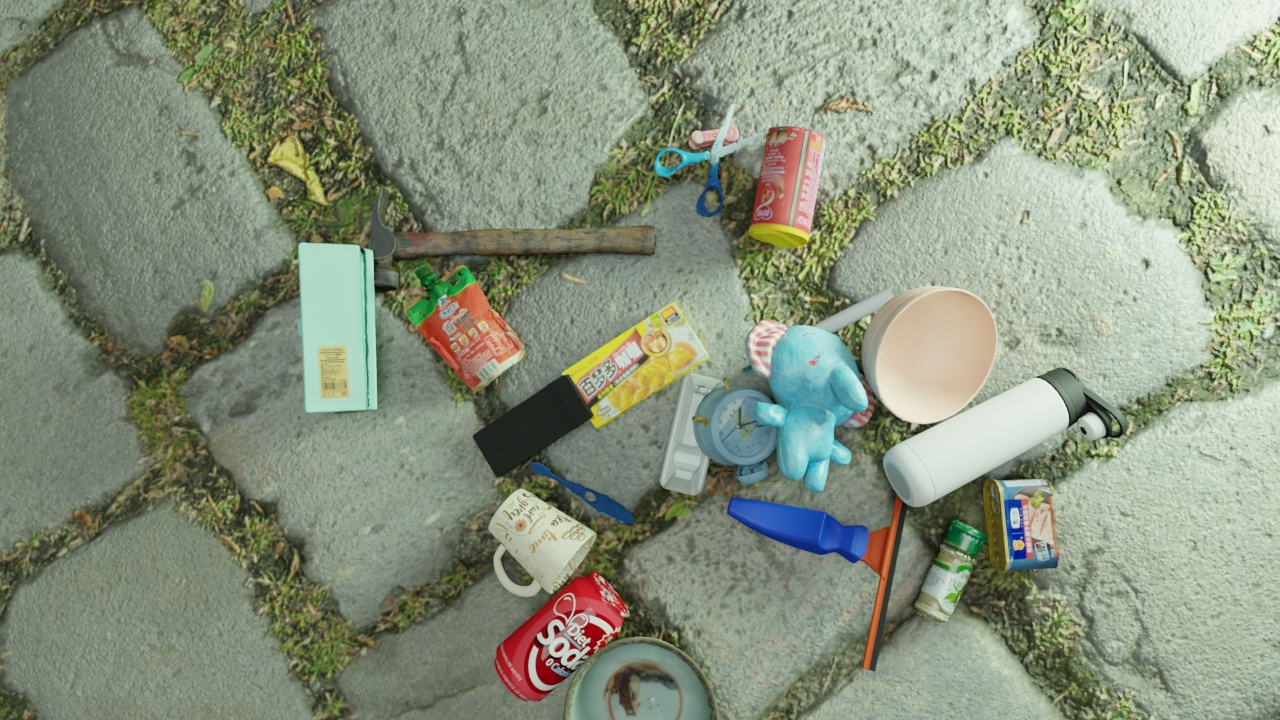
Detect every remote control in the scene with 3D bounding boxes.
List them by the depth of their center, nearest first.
[{"bbox_3d":[0.059,0.082,1.026,0.050,0.022,0.133,13,86,4],"label":"remote control"},{"bbox_3d":[-0.121,0.073,1.029,0.133,0.013,0.058,-32,84,13],"label":"remote control"}]

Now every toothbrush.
[{"bbox_3d":[0.197,-0.031,1.028,0.188,0.019,0.018,-27,91,1],"label":"toothbrush"},{"bbox_3d":[-0.065,0.149,1.033,0.132,0.016,0.021,29,88,3],"label":"toothbrush"}]

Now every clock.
[{"bbox_3d":[0.117,0.080,1.001,0.124,0.052,0.088,43,77,-11],"label":"clock"}]

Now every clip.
[{"bbox_3d":[0.082,-0.257,1.048,0.060,0.043,0.023,-11,88,16],"label":"clip"}]

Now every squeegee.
[{"bbox_3d":[0.184,0.184,0.994,0.185,0.055,0.249,16,69,5],"label":"squeegee"}]

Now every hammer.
[{"bbox_3d":[-0.148,-0.144,1.055,0.330,0.033,0.120,-1,84,3],"label":"hammer"}]

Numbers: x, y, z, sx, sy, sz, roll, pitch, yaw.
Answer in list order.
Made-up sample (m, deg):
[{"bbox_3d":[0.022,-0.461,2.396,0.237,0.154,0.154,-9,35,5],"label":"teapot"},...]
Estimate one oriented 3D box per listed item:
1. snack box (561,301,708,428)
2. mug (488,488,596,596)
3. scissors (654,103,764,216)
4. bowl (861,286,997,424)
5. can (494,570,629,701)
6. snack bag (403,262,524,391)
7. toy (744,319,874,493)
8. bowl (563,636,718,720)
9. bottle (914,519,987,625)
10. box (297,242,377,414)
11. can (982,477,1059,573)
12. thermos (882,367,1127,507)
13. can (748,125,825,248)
[{"bbox_3d":[-0.006,0.006,1.035,0.152,0.025,0.075,-33,84,0],"label":"snack box"},{"bbox_3d":[-0.120,0.208,1.011,0.097,0.080,0.122,36,115,13],"label":"mug"},{"bbox_3d":[0.086,-0.222,1.041,0.130,0.014,0.117,-25,104,4],"label":"scissors"},{"bbox_3d":[0.296,-0.014,0.982,0.152,0.076,0.153,-7,112,-19],"label":"bowl"},{"bbox_3d":[-0.086,0.298,0.990,0.142,0.074,0.074,-41,84,-1],"label":"can"},{"bbox_3d":[-0.203,-0.045,1.029,0.087,0.044,0.155,-38,94,-3],"label":"snack bag"},{"bbox_3d":[0.183,0.043,0.952,0.183,0.115,0.180,30,52,-28],"label":"toy"},{"bbox_3d":[0.002,0.365,0.970,0.160,0.094,0.160,0,85,3],"label":"bowl"},{"bbox_3d":[0.332,0.228,0.988,0.042,0.042,0.110,25,88,5],"label":"bottle"},{"bbox_3d":[-0.346,-0.034,1.013,0.077,0.091,0.188,-5,84,37],"label":"box"},{"bbox_3d":[0.407,0.175,0.982,0.059,0.054,0.099,-4,85,2],"label":"can"},{"bbox_3d":[0.380,0.088,0.965,0.229,0.069,0.101,-26,51,-7],"label":"thermos"},{"bbox_3d":[0.164,-0.193,1.021,0.067,0.066,0.124,11,86,4],"label":"can"}]
